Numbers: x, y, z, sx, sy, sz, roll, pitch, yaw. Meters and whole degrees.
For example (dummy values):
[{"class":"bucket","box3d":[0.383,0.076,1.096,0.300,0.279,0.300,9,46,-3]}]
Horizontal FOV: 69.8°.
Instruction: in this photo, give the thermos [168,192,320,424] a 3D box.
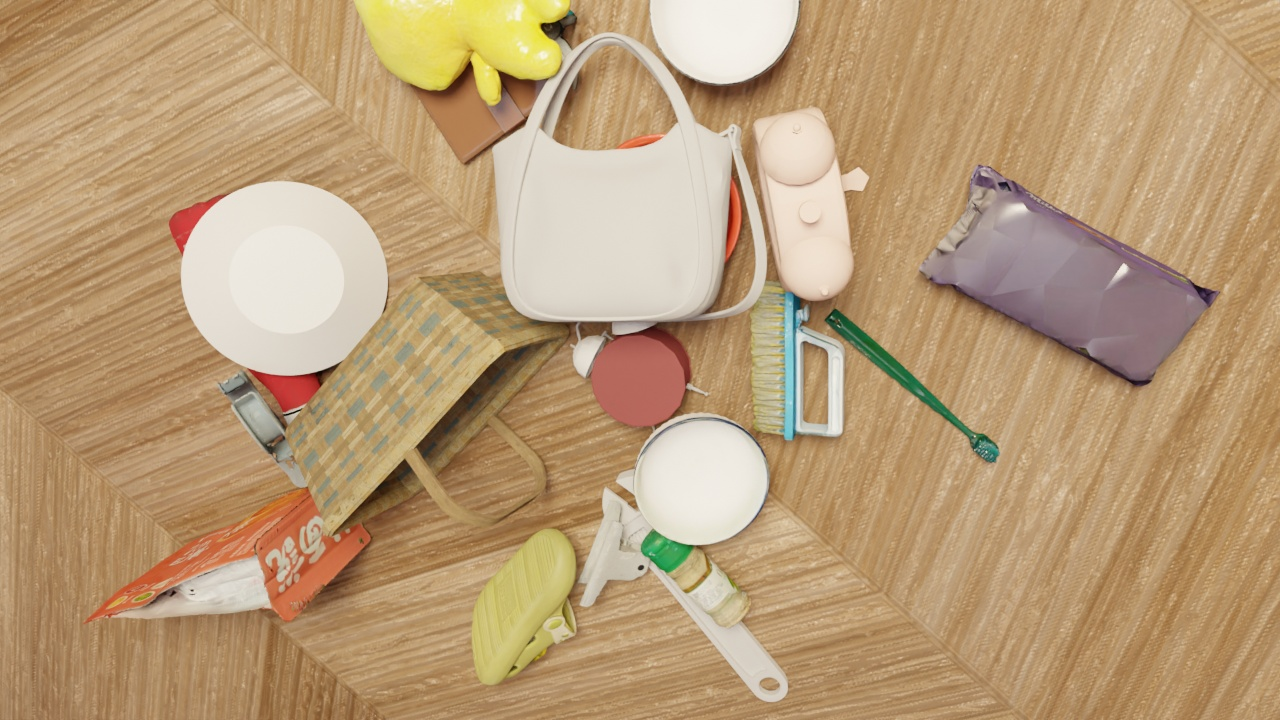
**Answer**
[{"class":"thermos","box3d":[-0.353,-0.035,0.860,0.073,0.073,0.240,-18,103,16]}]

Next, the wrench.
[{"class":"wrench","box3d":[0.061,0.217,0.877,0.087,0.018,0.273,-37,97,19]}]

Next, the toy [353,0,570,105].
[{"class":"toy","box3d":[-0.146,-0.278,0.723,0.208,0.092,0.134,19,106,16]}]

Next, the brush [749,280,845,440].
[{"class":"brush","box3d":[0.133,-0.004,0.773,0.075,0.055,0.136,1,106,17]}]

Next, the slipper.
[{"class":"slipper","box3d":[-0.101,0.238,0.892,0.081,0.091,0.191,12,126,-34]}]

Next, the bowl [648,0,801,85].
[{"class":"bowl","box3d":[0.067,-0.270,0.703,0.113,0.063,0.113,3,108,11]}]

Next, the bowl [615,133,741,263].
[{"class":"bowl","box3d":[0.021,-0.124,0.767,0.130,0.045,0.131,3,107,11]}]

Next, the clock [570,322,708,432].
[{"class":"clock","box3d":[-0.005,0.004,0.812,0.087,0.044,0.124,-38,96,19]}]

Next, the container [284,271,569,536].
[{"class":"container","box3d":[-0.168,0.061,0.810,0.250,0.157,0.186,-45,82,20]}]

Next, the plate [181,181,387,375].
[{"class":"plate","box3d":[-0.312,-0.071,0.811,0.173,0.036,0.174,-2,96,-20]}]

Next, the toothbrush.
[{"class":"toothbrush","box3d":[0.232,0.023,0.781,0.190,0.017,0.016,40,110,-2]}]

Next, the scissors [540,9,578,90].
[{"class":"scissors","box3d":[-0.087,-0.298,0.746,0.150,0.019,0.131,27,100,-4]}]

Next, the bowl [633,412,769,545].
[{"class":"bowl","box3d":[0.050,0.097,0.811,0.118,0.062,0.118,-1,105,-4]}]

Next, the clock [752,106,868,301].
[{"class":"clock","box3d":[0.130,-0.121,0.683,0.086,0.160,0.131,-9,104,14]}]

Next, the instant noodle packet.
[{"class":"instant noodle packet","box3d":[-0.403,0.192,0.891,0.221,0.164,0.084,-13,105,15]}]

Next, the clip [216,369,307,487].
[{"class":"clip","box3d":[-0.356,0.050,0.856,0.027,0.163,0.106,-33,65,-19]}]

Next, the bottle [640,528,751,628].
[{"class":"bottle","box3d":[0.051,0.196,0.840,0.111,0.043,0.043,45,110,-7]}]

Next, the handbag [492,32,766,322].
[{"class":"handbag","box3d":[-0.010,-0.141,0.718,0.216,0.095,0.222,1,94,11]}]

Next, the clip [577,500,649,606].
[{"class":"clip","box3d":[-0.025,0.183,0.861,0.057,0.053,0.102,39,120,35]}]

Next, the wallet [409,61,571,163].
[{"class":"wallet","box3d":[-0.129,-0.237,0.782,0.121,0.013,0.087,-32,96,17]}]

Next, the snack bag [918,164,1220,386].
[{"class":"snack bag","box3d":[0.330,-0.062,0.712,0.205,0.058,0.096,28,111,2]}]
